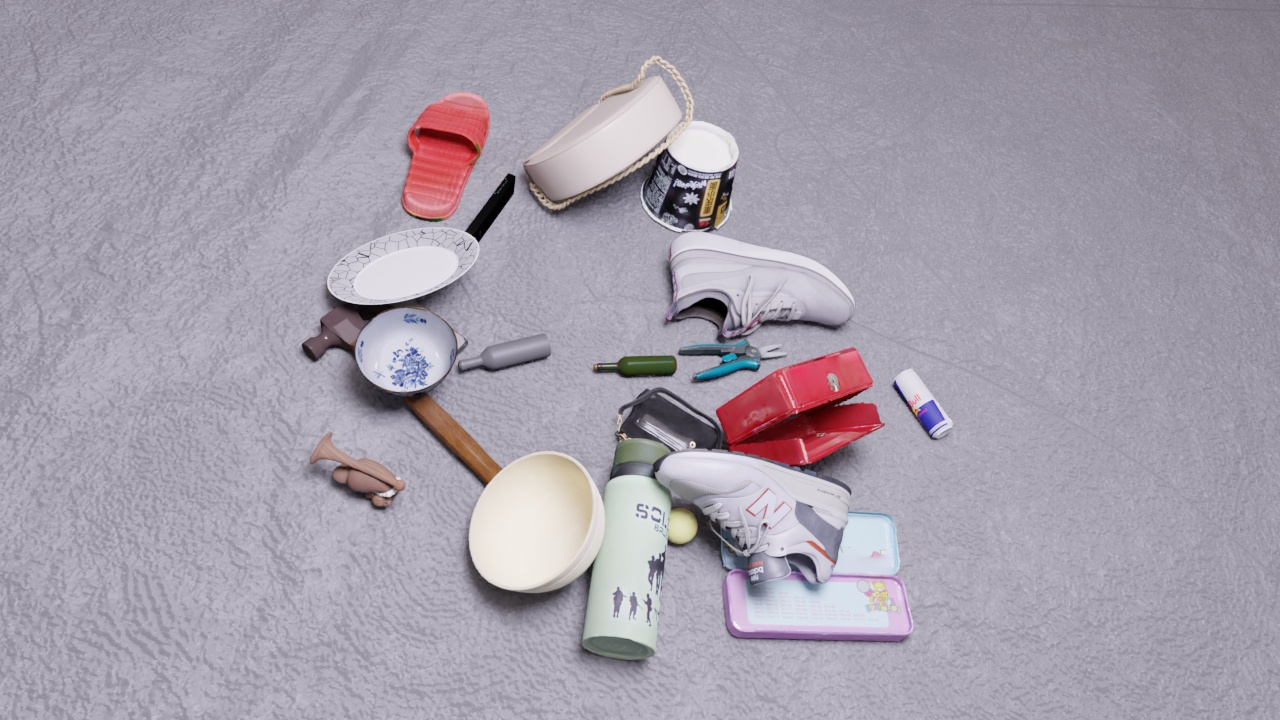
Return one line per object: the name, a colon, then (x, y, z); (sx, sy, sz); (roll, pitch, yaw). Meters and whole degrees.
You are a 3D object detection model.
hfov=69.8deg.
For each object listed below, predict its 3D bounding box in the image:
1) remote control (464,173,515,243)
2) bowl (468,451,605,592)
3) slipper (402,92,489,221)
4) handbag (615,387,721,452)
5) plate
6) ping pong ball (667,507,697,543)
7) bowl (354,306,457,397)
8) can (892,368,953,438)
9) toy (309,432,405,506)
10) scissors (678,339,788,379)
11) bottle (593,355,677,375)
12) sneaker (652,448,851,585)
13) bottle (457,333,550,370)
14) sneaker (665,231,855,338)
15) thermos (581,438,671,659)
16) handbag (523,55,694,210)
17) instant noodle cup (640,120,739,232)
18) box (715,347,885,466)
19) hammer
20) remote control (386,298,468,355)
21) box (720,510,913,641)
remote control: (-0.208, -0.196, 1.244); (0.013, 0.034, 0.149); (24, 54, 4)
bowl: (-0.097, 0.178, 0.964); (0.151, 0.075, 0.150); (-15, 55, 22)
slipper: (-0.275, -0.303, 1.290); (0.103, 0.059, 0.248); (13, 55, -4)
handbag: (0.031, 0.088, 1.089); (0.128, 0.054, 0.078); (32, 58, 7)
plate: (-0.293, -0.114, 1.142); (0.188, 0.016, 0.188); (-6, 35, 4)
ping pong ball: (0.044, 0.185, 1.030); (0.040, 0.040, 0.040); (6, 54, -9)
bowl: (-0.266, -0.002, 1.047); (0.114, 0.045, 0.114); (5, 58, -8)
can: (0.370, 0.057, 1.201); (0.032, 0.032, 0.095); (-18, 61, -24)
toy: (-0.299, 0.122, 0.985); (0.102, 0.055, 0.041); (25, 57, 1)
scissors: (0.118, -0.002, 1.192); (0.123, 0.019, 0.147); (30, 49, 14)
bottle: (-0.007, 0.007, 1.153); (0.106, 0.025, 0.025); (-1, 56, -14)
sneaker: (0.124, 0.175, 0.979); (0.239, 0.089, 0.124); (13, 65, -19)
bottle: (-0.167, -0.006, 1.122); (0.112, 0.030, 0.030); (-15, 60, -22)
sneaker: (0.157, -0.078, 1.218); (0.263, 0.097, 0.128); (15, 65, -4)
thermos: (-0.010, 0.196, 0.986); (0.082, 0.082, 0.230); (11, 56, -6)
handbag: (-0.053, -0.311, 1.261); (0.210, 0.209, 0.103); (-50, 116, -35)
instant noodle cup: (0.076, -0.267, 1.312); (0.137, 0.112, 0.137); (6, 55, -8)
box: (0.183, 0.056, 1.072); (0.157, 0.134, 0.110); (-19, 88, -41)
hammer: (-0.254, 0.047, 1.065); (0.323, 0.033, 0.115); (42, 59, 16)
remote control: (-0.273, -0.052, 1.140); (0.136, 0.013, 0.033); (35, 54, 14)
box: (0.196, 0.238, 1.033); (0.214, 0.035, 0.150); (5, 61, -10)
